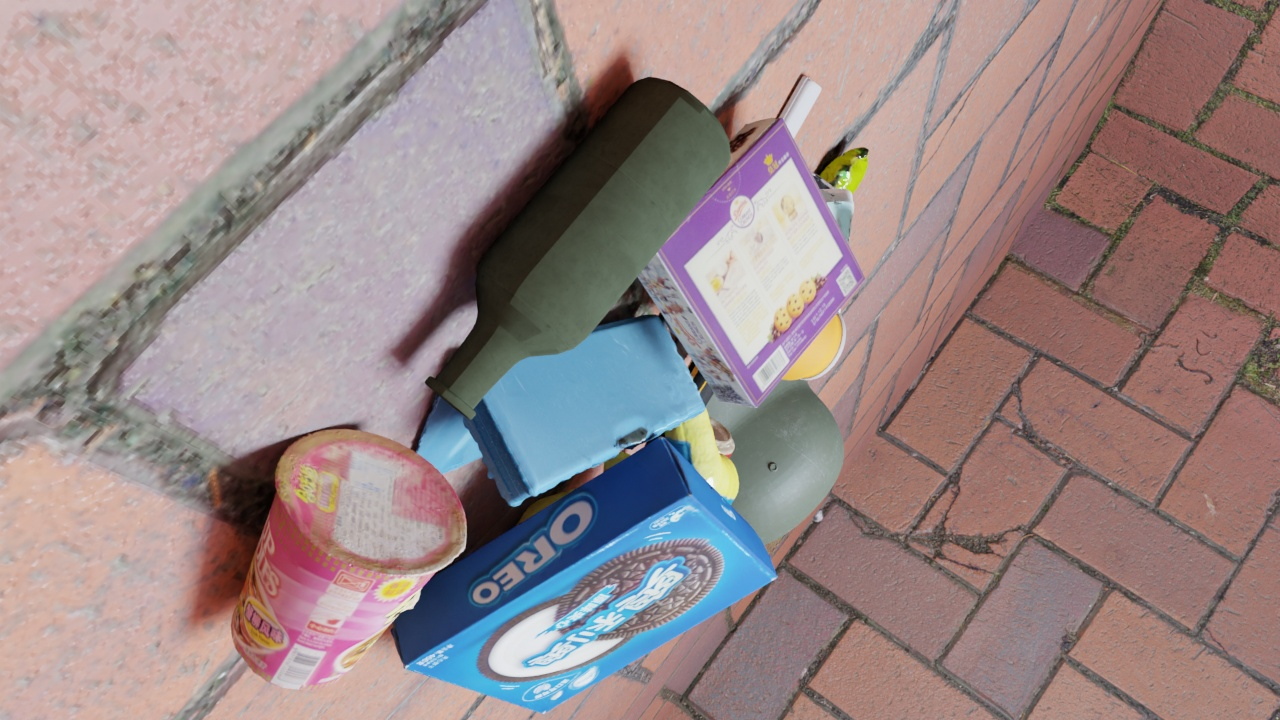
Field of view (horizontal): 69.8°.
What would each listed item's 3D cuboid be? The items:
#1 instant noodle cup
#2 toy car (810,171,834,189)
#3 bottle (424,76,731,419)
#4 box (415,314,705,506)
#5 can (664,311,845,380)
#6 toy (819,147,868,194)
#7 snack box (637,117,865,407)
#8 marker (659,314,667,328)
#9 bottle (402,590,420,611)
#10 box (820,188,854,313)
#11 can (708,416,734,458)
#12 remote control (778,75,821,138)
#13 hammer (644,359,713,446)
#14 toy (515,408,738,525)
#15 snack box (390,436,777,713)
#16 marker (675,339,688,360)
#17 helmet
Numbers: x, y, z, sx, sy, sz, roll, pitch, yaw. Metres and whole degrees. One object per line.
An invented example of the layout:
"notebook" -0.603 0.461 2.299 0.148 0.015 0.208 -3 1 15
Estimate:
"instant noodle cup" -0.157 0.107 0.471 0.109 0.097 0.097 -55 162 24
"toy car" 0.129 -0.120 0.839 0.113 0.039 0.039 -56 -178 6
"bottle" -0.037 -0.057 0.498 0.206 0.071 0.071 -51 160 -11
"box" -0.058 0.038 0.633 0.102 0.094 0.231 -32 174 30
"can" 0.092 -0.036 0.733 0.142 0.079 0.079 20 106 -35
"toy" 0.191 -0.166 0.906 0.094 0.036 0.093 -49 166 3
"snack box" 0.077 -0.068 0.643 0.143 0.041 0.148 -46 119 -22
"marker" -0.005 0.004 0.765 0.152 0.011 0.011 -56 160 4
"bottle" -0.150 0.112 0.557 0.044 0.044 0.109 -36 154 -43
"box" 0.115 -0.063 0.801 0.136 0.049 0.197 -15 141 -4
"can" 0.039 0.141 1.002 0.067 0.067 0.170 -17 138 -60
"remote control" 0.106 -0.166 0.742 0.131 0.012 0.033 -61 160 16
"hammer" 0.007 0.096 0.871 0.123 0.036 0.322 -22 150 -48
"toy" -0.015 0.133 0.773 0.214 0.084 0.149 -30 144 2
"snack box" -0.034 0.175 0.697 0.239 0.056 0.195 -33 142 7
"marker" 0.031 -0.002 0.830 0.140 0.016 0.016 -57 160 5
"helmet" 0.144 0.131 1.103 0.267 0.154 0.227 -39 158 -8
